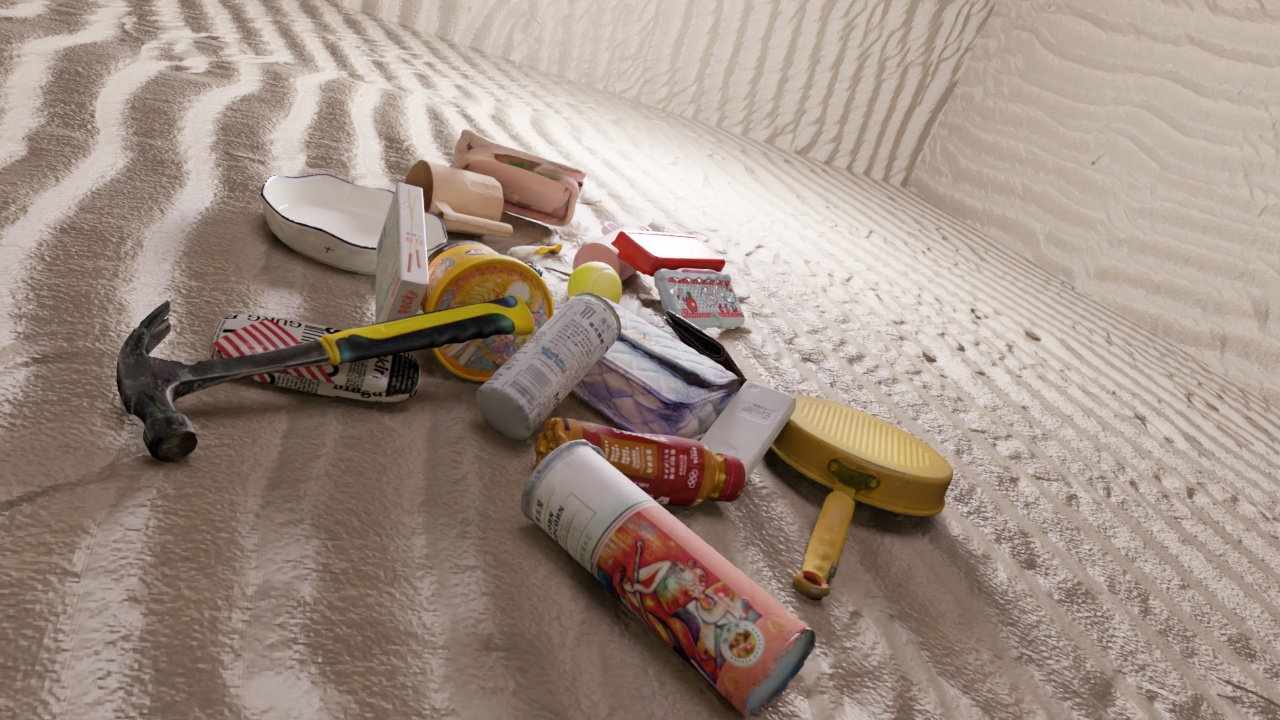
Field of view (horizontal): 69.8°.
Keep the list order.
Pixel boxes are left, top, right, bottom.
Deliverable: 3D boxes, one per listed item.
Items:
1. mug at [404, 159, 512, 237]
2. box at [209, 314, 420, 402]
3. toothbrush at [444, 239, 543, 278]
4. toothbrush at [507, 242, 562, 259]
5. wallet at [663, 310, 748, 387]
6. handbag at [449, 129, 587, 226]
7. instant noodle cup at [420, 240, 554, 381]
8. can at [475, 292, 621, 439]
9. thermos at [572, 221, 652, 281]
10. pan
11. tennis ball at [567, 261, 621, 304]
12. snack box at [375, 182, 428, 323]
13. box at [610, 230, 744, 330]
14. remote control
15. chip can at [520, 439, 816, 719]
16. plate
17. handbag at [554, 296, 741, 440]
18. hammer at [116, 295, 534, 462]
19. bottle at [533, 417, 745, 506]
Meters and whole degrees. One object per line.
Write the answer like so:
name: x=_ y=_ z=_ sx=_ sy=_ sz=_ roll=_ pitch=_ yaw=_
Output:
mug: x=-0.230 y=-0.196 z=1.166 sx=0.103 sy=0.084 sz=0.124 roll=4 pitch=30 yaw=-41
box: x=-0.258 y=-0.003 z=0.738 sx=0.164 sy=0.052 sz=0.068 roll=13 pitch=44 yaw=-23
toothbrush: x=-0.210 y=-0.138 z=1.134 sx=0.191 sy=0.018 sz=0.016 roll=20 pitch=21 yaw=-7
toothbrush: x=-0.138 y=-0.145 z=1.195 sx=0.018 sy=0.016 sz=0.191 roll=11 pitch=12 yaw=13
wallet: x=0.079 y=0.001 z=0.999 sx=0.096 sy=0.020 sz=0.122 roll=40 pitch=-6 yaw=38
handbag: x=-0.161 y=-0.259 z=1.259 sx=0.193 sy=0.093 sz=0.234 roll=16 pitch=-1 yaw=-16
instant noodle cup: x=-0.155 y=-0.055 z=0.872 sx=0.118 sy=0.118 sz=0.114 roll=9 pitch=17 yaw=-28
can: x=-0.077 y=0.002 z=0.799 sx=0.058 sy=0.058 sz=0.146 roll=28 pitch=50 yaw=16
thermos: x=-0.037 y=-0.151 z=1.256 sx=0.087 sy=0.067 sz=0.198 roll=34 pitch=24 yaw=4
pan: x=0.192 y=0.122 z=0.866 sx=0.198 sy=0.078 sz=0.356 roll=22 pitch=15 yaw=12
tennis ball: x=-0.054 y=-0.084 z=1.089 sx=0.065 sy=0.066 sz=0.065 roll=18 pitch=22 yaw=-8
snack box: x=-0.228 y=-0.091 z=0.870 sx=0.026 sy=0.085 sz=0.156 roll=12 pitch=39 yaw=-26
box: x=0.060 y=-0.109 z=1.203 sx=0.161 sy=0.058 sz=0.200 roll=55 pitch=29 yaw=17
remote control: x=0.095 y=0.069 z=0.861 sx=0.056 sy=0.019 sz=0.134 roll=20 pitch=43 yaw=23
chip can: x=0.014 y=0.141 z=0.620 sx=0.215 sy=0.071 sz=0.071 roll=36 pitch=26 yaw=30
plate: x=-0.321 y=-0.152 z=1.029 sx=0.205 sy=0.046 sz=0.204 roll=17 pitch=23 yaw=-8
handbag: x=-0.005 y=0.005 z=0.912 sx=0.194 sy=0.076 sz=0.134 roll=32 pitch=24 yaw=23
hammer: x=-0.226 y=-0.014 z=0.711 sx=0.322 sy=0.032 sz=0.126 roll=-15 pitch=53 yaw=-40
bottle: x=0.003 y=0.087 z=0.753 sx=0.174 sy=0.058 sz=0.057 roll=11 pitch=24 yaw=-24
